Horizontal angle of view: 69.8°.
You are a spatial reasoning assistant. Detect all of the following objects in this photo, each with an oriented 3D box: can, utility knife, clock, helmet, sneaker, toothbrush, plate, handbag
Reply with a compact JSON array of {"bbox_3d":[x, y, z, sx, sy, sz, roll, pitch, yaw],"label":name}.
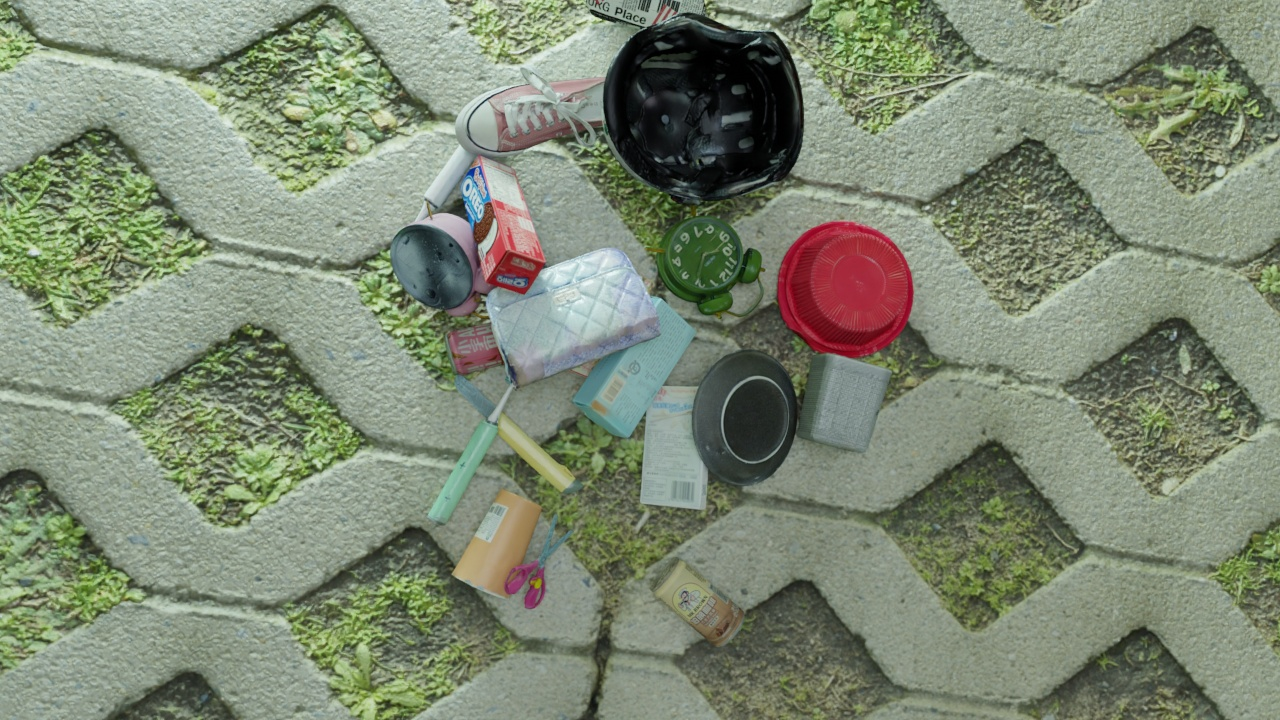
[{"bbox_3d":[0.074,0.310,1.179,0.116,0.058,0.058,40,82,-2],"label":"can"},{"bbox_3d":[-0.162,0.097,1.192,0.220,0.022,0.031,45,79,-7],"label":"utility knife"},{"bbox_3d":[0.094,-0.126,1.220,0.161,0.056,0.116,43,83,-2],"label":"clock"},{"bbox_3d":[0.065,-0.311,1.176,0.273,0.157,0.230,-8,95,-17],"label":"helmet"},{"bbox_3d":[-0.119,-0.323,1.184,0.240,0.088,0.118,-15,97,-14],"label":"sneaker"},{"bbox_3d":[-0.208,0.109,1.171,0.027,0.026,0.224,29,88,21],"label":"toothbrush"},{"bbox_3d":[-0.236,-0.115,1.157,0.158,0.117,0.059,46,37,-8],"label":"clock"},{"bbox_3d":[-0.258,-0.231,1.206,0.026,0.027,0.221,31,83,20],"label":"toothbrush"},{"bbox_3d":[-0.174,-0.024,1.181,0.147,0.058,0.058,-14,87,-7],"label":"can"},{"bbox_3d":[0.143,0.075,1.185,0.179,0.024,0.179,-3,95,-33],"label":"plate"},{"bbox_3d":[-0.087,-0.054,1.117,0.193,0.076,0.134,-22,62,-9],"label":"handbag"}]

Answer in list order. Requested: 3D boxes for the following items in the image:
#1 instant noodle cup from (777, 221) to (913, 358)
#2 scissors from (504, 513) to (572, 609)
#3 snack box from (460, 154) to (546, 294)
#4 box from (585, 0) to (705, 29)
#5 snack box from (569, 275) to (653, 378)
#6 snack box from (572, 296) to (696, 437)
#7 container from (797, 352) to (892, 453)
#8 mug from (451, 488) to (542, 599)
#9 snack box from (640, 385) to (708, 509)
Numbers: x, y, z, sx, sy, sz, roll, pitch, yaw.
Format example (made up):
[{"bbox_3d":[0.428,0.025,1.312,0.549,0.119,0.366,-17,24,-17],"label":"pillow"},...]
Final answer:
[{"bbox_3d":[0.285,-0.099,1.234,0.194,0.066,0.193,0,86,-6],"label":"instant noodle cup"},{"bbox_3d":[-0.129,0.254,1.150,0.017,0.130,0.133,22,98,30],"label":"scissors"},{"bbox_3d":[-0.172,-0.171,1.132,0.058,0.207,0.057,16,126,-34],"label":"snack box"},{"bbox_3d":[0.006,-0.478,1.228,0.163,0.083,0.075,13,90,-7],"label":"box"},{"bbox_3d":[-0.045,-0.048,1.213,0.075,0.025,0.152,23,83,-3],"label":"snack box"},{"bbox_3d":[-0.007,0.007,1.179,0.074,0.052,0.174,42,75,-31],"label":"snack box"},{"bbox_3d":[0.264,0.057,1.208,0.090,0.090,0.114,16,87,-4],"label":"container"},{"bbox_3d":[-0.176,0.228,1.154,0.078,0.078,0.122,24,78,-4],"label":"mug"},{"bbox_3d":[0.047,0.111,1.190,0.085,0.026,0.156,2,84,24],"label":"snack box"}]
